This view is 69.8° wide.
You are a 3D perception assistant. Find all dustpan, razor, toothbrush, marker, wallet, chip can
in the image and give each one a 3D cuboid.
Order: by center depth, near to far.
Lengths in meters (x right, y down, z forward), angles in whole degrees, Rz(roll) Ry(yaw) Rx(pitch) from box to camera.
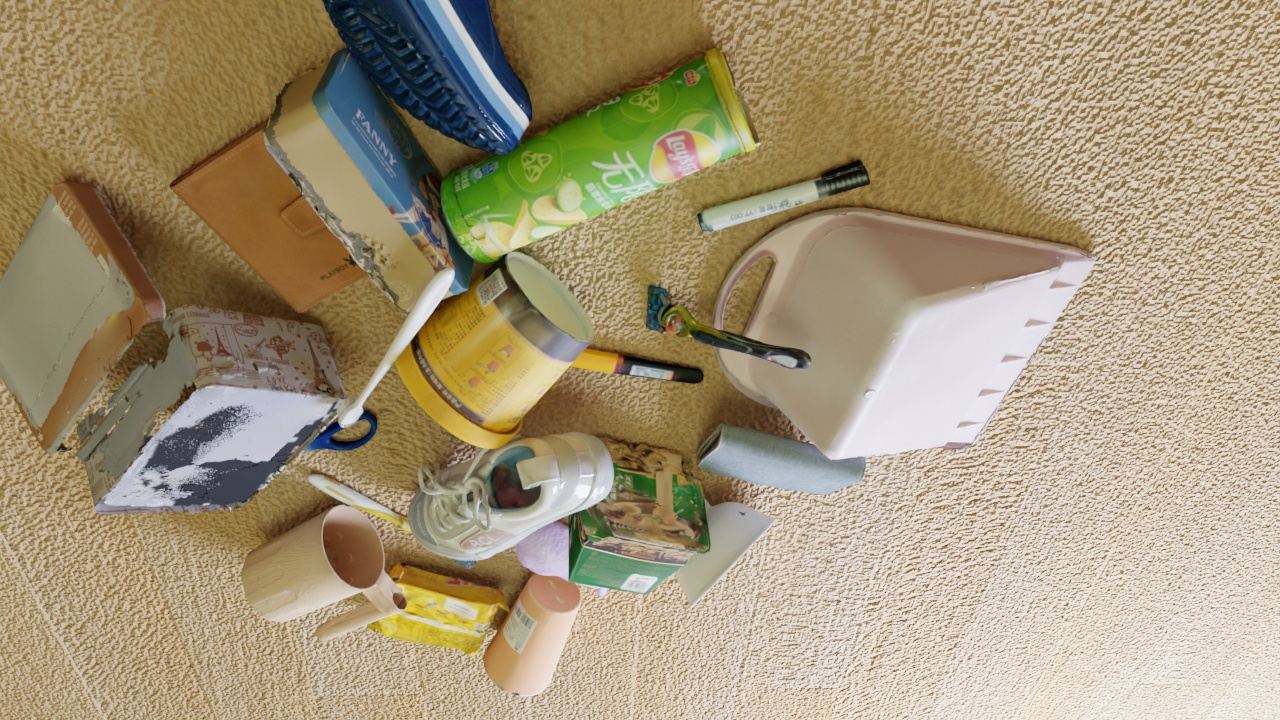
[{"bbox_3d":[-0.032,-0.137,0.636,0.221,0.072,0.072,-22,126,13],"label":"chip can"},{"bbox_3d":[-0.181,-0.009,0.667,0.016,0.016,0.181,0,143,-47],"label":"toothbrush"},{"bbox_3d":[-0.258,-0.104,0.676,0.108,0.031,0.132,-24,127,17],"label":"wallet"},{"bbox_3d":[0.106,-0.123,0.690,0.131,0.018,0.023,-15,119,7],"label":"marker"},{"bbox_3d":[0.066,-0.018,0.727,0.143,0.022,0.043,20,133,19],"label":"razor"},{"bbox_3d":[0.207,-0.031,0.774,0.272,0.139,0.223,-6,133,-35],"label":"dustpan"},{"bbox_3d":[-0.005,0.005,0.786,0.123,0.015,0.018,10,128,-14],"label":"marker"},{"bbox_3d":[0.122,0.088,0.822,0.129,0.037,0.107,13,162,-5],"label":"wallet"},{"bbox_3d":[-0.236,0.157,0.887,0.191,0.018,0.016,35,114,-26],"label":"toothbrush"}]

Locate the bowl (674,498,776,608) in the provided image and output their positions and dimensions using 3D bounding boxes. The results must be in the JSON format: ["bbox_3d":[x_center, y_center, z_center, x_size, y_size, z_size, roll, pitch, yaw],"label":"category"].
[{"bbox_3d":[0.067,0.172,0.879,0.065,0.118,0.119,45,121,13],"label":"bowl"}]

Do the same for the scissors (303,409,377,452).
[{"bbox_3d":[-0.306,0.081,0.829,0.140,0.012,0.171,14,127,-13],"label":"scissors"}]

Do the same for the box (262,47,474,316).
[{"bbox_3d":[-0.182,-0.122,0.628,0.059,0.089,0.184,-19,131,12],"label":"box"}]

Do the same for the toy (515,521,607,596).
[{"bbox_3d":[-0.070,0.190,0.910,0.108,0.039,0.084,20,110,-12],"label":"toy"}]

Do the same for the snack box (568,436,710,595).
[{"bbox_3d":[-0.013,0.152,0.837,0.118,0.117,0.106,13,130,-15],"label":"snack box"}]

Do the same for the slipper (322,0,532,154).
[{"bbox_3d":[-0.139,-0.236,0.545,0.095,0.105,0.253,-51,141,-16],"label":"slipper"}]

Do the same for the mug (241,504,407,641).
[{"bbox_3d":[-0.301,0.210,0.880,0.104,0.084,0.124,-25,113,18],"label":"mug"}]

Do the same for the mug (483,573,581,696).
[{"bbox_3d":[-0.110,0.281,0.960,0.078,0.078,0.123,16,120,-15],"label":"mug"}]

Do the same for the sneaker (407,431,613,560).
[{"bbox_3d":[-0.137,0.120,0.778,0.243,0.089,0.090,-24,165,37],"label":"sneaker"}]

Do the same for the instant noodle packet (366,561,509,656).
[{"bbox_3d":[-0.209,0.259,0.953,0.128,0.044,0.111,19,131,-13],"label":"instant noodle packet"}]

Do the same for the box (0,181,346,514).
[{"bbox_3d":[-0.367,0.001,0.729,0.181,0.156,0.226,-42,78,25],"label":"box"}]

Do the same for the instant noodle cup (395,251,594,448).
[{"bbox_3d":[-0.107,-0.013,0.706,0.115,0.118,0.118,-42,119,17],"label":"instant noodle cup"}]
